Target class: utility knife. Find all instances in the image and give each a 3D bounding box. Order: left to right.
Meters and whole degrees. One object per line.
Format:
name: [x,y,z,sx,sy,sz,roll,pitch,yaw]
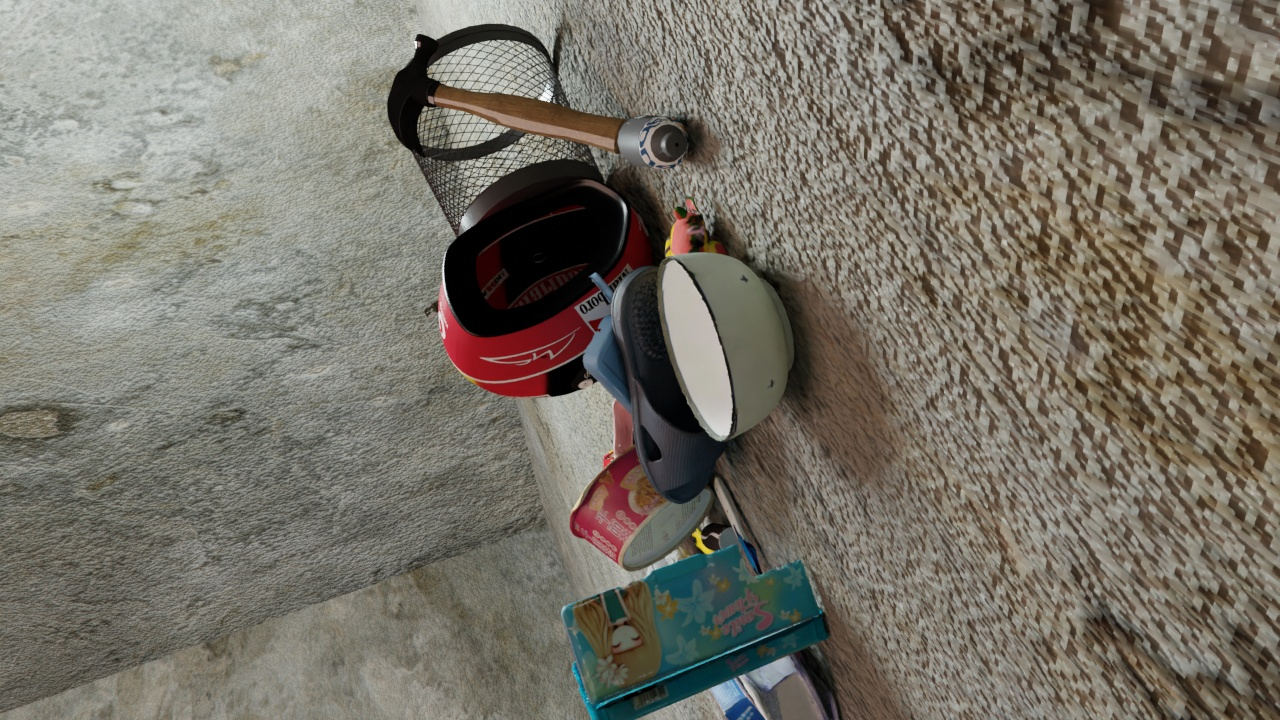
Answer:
utility knife: [0.100,0.240,1.105,0.030,0.019,0.228,66,166,-12]

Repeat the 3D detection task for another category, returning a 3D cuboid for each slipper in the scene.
slipper: [-0.004,0.082,1.123,0.239,0.064,0.094,77,-174,-62]
slipper: [0.046,0.033,0.890,0.083,0.101,0.264,19,133,45]

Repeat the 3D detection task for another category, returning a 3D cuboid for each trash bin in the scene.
trash bin: [-0.169,-0.254,1.146,0.218,0.217,0.227,100,146,-65]

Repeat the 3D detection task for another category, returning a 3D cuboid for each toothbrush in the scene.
toothbrush: [0.117,0.197,0.968,0.016,0.017,0.189,103,150,-47]

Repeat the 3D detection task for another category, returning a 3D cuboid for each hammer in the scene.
hammer: [-0.149,-0.270,1.007,0.040,0.306,0.132,19,-90,-65]

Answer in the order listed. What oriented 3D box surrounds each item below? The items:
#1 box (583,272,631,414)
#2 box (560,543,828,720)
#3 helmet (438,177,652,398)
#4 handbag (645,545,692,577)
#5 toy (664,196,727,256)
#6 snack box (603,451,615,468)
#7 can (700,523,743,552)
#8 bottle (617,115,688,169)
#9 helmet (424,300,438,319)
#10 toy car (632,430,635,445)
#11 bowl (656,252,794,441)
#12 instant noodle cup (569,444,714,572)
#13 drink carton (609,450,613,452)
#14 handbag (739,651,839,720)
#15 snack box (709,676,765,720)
box: [0.005,0.003,0.950,0.209,0.047,0.122,50,-146,-50]
box: [0.043,0.231,0.840,0.097,0.226,0.117,-153,46,-73]
helmet: [-0.098,-0.066,1.065,0.197,0.271,0.224,68,-172,27]
handbag: [0.051,0.335,1.188,0.171,0.123,0.113,56,167,35]
toy: [0.046,-0.095,0.812,0.084,0.046,0.103,64,170,7]
snack box: [-0.006,0.200,1.308,0.132,0.036,0.152,61,-179,-6]
can: [0.092,0.201,1.036,0.080,0.031,0.031,148,104,-77]
bottle: [0.014,-0.193,0.810,0.112,0.047,0.047,-141,35,-67]
helmet: [-0.177,-0.076,1.334,0.193,0.236,0.224,89,170,-67]
toy car: [0.013,0.148,1.265,0.047,0.047,0.111,109,143,-61]
bowl: [0.072,-0.018,0.736,0.153,0.072,0.153,162,90,-77]
instant noodle cup: [0.011,0.172,1.071,0.077,0.178,0.179,47,156,28]
drink carton: [-0.011,0.195,1.450,0.058,0.041,0.122,-144,39,-70]
handbag: [0.141,0.328,0.939,0.126,0.069,0.158,61,172,-19]
snack box: [0.131,0.406,1.015,0.154,0.033,0.088,52,176,-18]
